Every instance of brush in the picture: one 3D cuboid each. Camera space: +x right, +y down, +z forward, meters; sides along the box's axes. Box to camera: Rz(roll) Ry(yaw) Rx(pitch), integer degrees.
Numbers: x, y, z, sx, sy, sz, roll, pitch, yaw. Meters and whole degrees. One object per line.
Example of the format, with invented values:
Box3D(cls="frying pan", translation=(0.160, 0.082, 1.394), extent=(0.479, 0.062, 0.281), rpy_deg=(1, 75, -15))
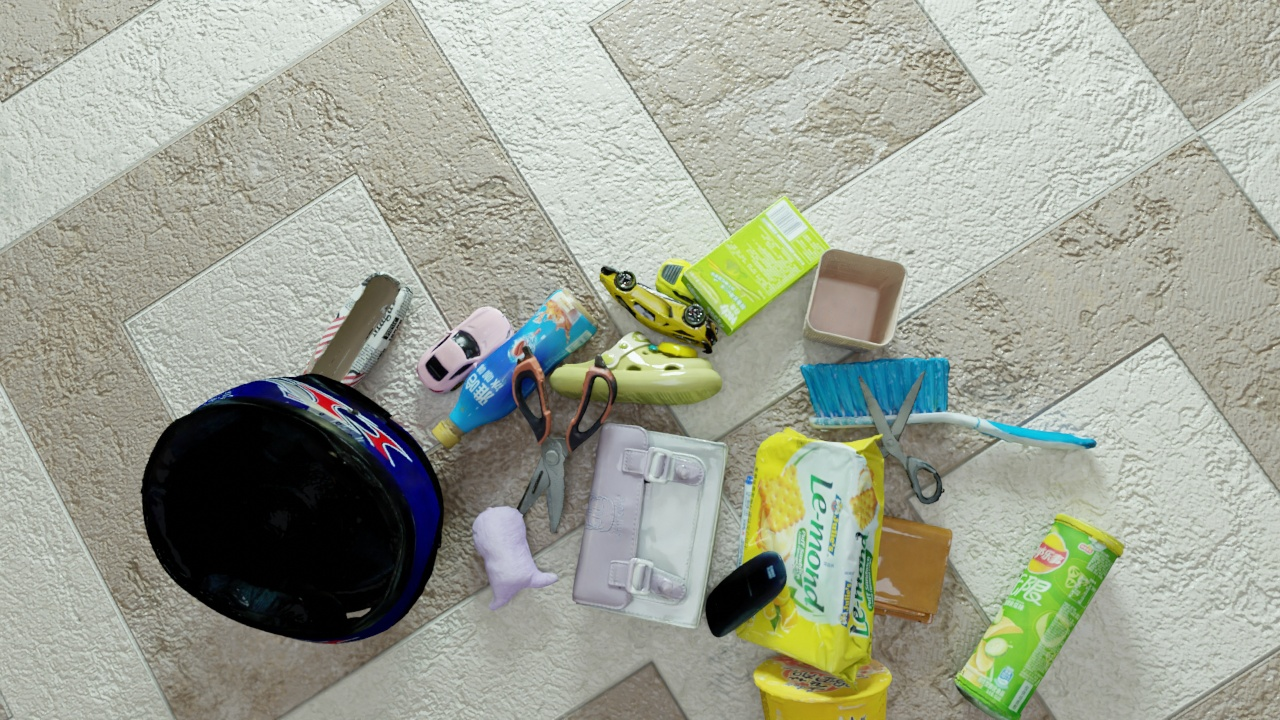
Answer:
Box3D(cls="brush", translation=(0.333, 0.049, 0.996), extent=(0.314, 0.060, 0.109), rpy_deg=(-3, 89, 2))

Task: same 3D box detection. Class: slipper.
Box3D(cls="slipper", translation=(-0.006, 0.006, 1.008), extent=(0.191, 0.091, 0.081), rpy_deg=(0, 81, 8))

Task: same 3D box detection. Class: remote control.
Box3D(cls="remote control", translation=(0.103, 0.245, 0.961), extent=(0.024, 0.137, 0.053), rpy_deg=(11, 45, -32))

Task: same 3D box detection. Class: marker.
Box3D(cls="marker", translation=(0.116, 0.200, 1.011), extent=(0.017, 0.017, 0.145), rpy_deg=(6, 84, 5))

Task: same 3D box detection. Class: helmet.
Box3D(cls="helmet", translation=(-0.321, 0.151, 0.934), extent=(0.316, 0.240, 0.247), rpy_deg=(22, 89, 15))

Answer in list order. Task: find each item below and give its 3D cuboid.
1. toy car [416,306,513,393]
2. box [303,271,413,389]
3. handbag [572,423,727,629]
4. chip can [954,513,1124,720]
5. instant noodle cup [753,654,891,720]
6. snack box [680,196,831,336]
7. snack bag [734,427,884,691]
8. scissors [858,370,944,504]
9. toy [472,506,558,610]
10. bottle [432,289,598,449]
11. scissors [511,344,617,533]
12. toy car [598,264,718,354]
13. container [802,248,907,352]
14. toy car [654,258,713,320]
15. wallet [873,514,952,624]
Box3D(cls="toy car", translation=(-0.202, -0.013, 1.051), extent=(0.122, 0.037, 0.056), rpy_deg=(-40, 84, -2))
Box3D(cls="box", translation=(-0.309, -0.017, 1.046), extent=(0.081, 0.075, 0.163), rpy_deg=(30, 85, 18))
Box3D(cls="handbag", translation=(0.011, 0.174, 0.986), extent=(0.145, 0.098, 0.197), rpy_deg=(8, 84, 11))
Box3D(cls="chip can", translation=(0.411, 0.268, 0.952), extent=(0.072, 0.072, 0.221), rpy_deg=(33, 87, 7))
Box3D(cls="instant noodle cup", translation=(0.188, 0.371, 0.933), extent=(0.138, 0.138, 0.110), rpy_deg=(-4, 91, 4))
Box3D(cls="snack box", translation=(0.129, -0.106, 1.022), extent=(0.156, 0.026, 0.086), rpy_deg=(-39, 83, -15))
Box3D(cls="snack bag", translation=(0.178, 0.194, 0.946), extent=(0.068, 0.158, 0.246), rpy_deg=(10, 84, -32))
Box3D(cls="scissors", translation=(0.269, 0.092, 0.977), extent=(0.159, 0.014, 0.181), rpy_deg=(29, 112, -11))
Box3D(cls="toy", translation=(-0.147, 0.213, 1.019), extent=(0.084, 0.039, 0.108), rpy_deg=(-22, 80, 2))
Box3D(cls="bottle", translation=(-0.145, 0.014, 1.029), extent=(0.218, 0.065, 0.065), rpy_deg=(-43, 82, 0))
Box3D(cls="scissors", translation=(-0.093, 0.082, 0.995), extent=(0.190, 0.015, 0.221), rpy_deg=(-24, 99, 22))
Box3D(cls="toy car", translation=(0.018, -0.057, 1.021), extent=(0.156, 0.071, 0.041), rpy_deg=(29, 82, 9))
Box3D(cls="container", translation=(0.224, -0.058, 0.983), extent=(0.090, 0.111, 0.090), rpy_deg=(13, 84, 6))
Box3D(cls="toy car", translation=(0.068, -0.080, 1.039), extent=(0.105, 0.032, 0.048), rpy_deg=(25, 85, 5))
Box3D(cls="wallet", translation=(0.261, 0.220, 0.989), extent=(0.132, 0.031, 0.107), rpy_deg=(12, 86, 3))
